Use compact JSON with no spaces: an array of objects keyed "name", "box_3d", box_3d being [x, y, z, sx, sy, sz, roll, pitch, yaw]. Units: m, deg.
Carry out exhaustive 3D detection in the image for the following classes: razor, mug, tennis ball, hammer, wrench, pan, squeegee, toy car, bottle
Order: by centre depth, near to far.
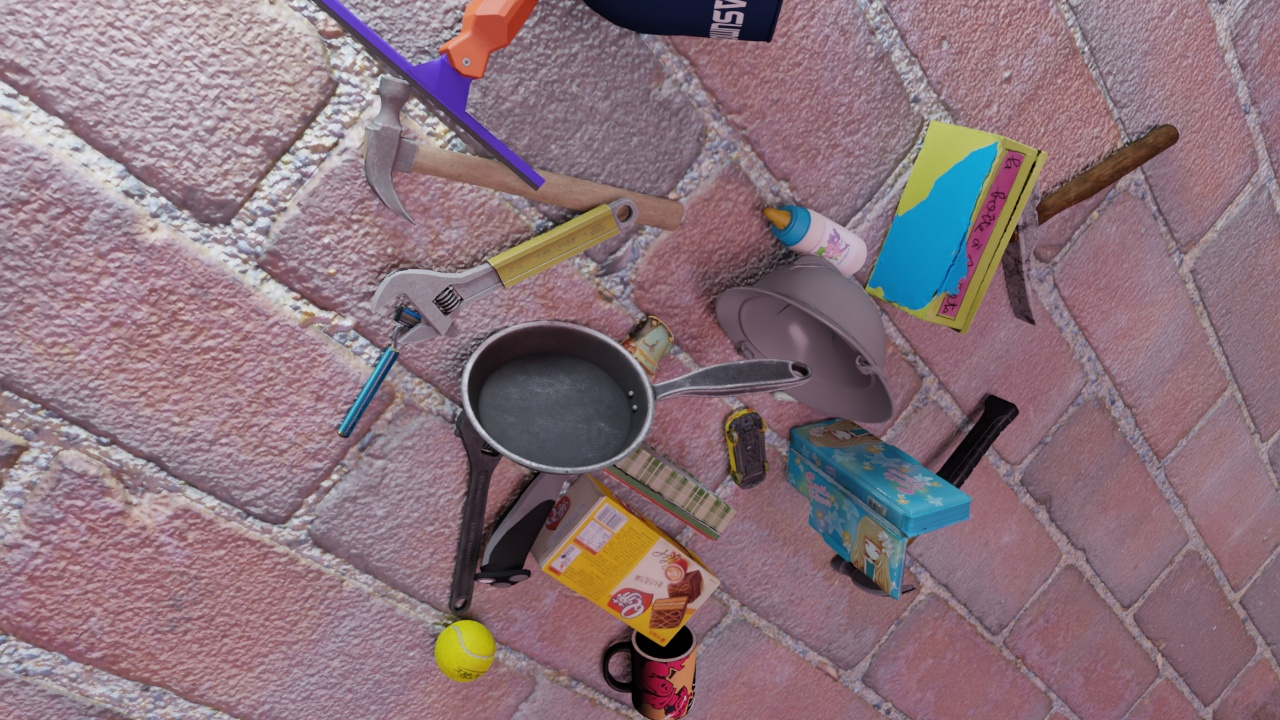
[{"name":"squeegee","box_3d":[-0.123,-0.295,0.781,0.249,0.055,0.184,38,80,-32]},{"name":"wrench","box_3d":[-0.121,-0.093,0.870,0.273,0.018,0.084,-29,121,-14]},{"name":"hammer","box_3d":[-0.100,-0.169,0.875,0.330,0.031,0.119,6,110,-33]},{"name":"razor","box_3d":[-0.249,0.014,0.877,0.042,0.022,0.144,29,102,-31]},{"name":"pan","box_3d":[0.002,0.031,0.913,0.356,0.187,0.055,-2,140,-17]},{"name":"wrench","box_3d":[-0.177,0.158,0.981,0.073,0.018,0.274,-4,116,-37]},{"name":"toy car","box_3d":[-0.006,0.006,0.986,0.112,0.047,0.047,-48,122,-1]},{"name":"razor","box_3d":[-0.125,0.175,0.998,0.057,0.060,0.156,40,69,-55]},{"name":"tennis ball","box_3d":[-0.195,0.323,1.020,0.065,0.065,0.065,-11,117,-24]},{"name":"bottle","box_3d":[0.190,-0.139,1.022,0.146,0.051,0.051,21,101,-33]},{"name":"toy car","box_3d":[0.129,0.109,1.117,0.049,0.030,0.107,-19,118,-21]},{"name":"mug","box_3d":[0.011,0.390,1.161,0.118,0.081,0.098,1,115,1]},{"name":"hammer","box_3d":[0.602,-0.204,1.223,0.300,0.037,0.218,-30,123,-14]},{"name":"hammer","box_3d":[0.408,0.186,1.264,0.332,0.118,0.025,-50,128,-6]}]

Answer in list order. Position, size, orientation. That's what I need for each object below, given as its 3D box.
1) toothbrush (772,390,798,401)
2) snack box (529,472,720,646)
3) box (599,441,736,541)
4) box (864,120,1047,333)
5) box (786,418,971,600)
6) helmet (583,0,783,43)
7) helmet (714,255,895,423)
[{"name":"toothbrush","box_3d":[0.228,0.047,1.150,0.154,0.015,0.022,4,151,-30]},{"name":"snack box","box_3d":[-0.018,0.238,1.078,0.110,0.062,0.230,-48,125,-1]},{"name":"box","box_3d":[0.007,0.122,1.006,0.205,0.118,0.049,36,91,-37]},{"name":"box","box_3d":[0.359,-0.155,1.064,0.080,0.124,0.221,8,107,-29]},{"name":"box","box_3d":[0.274,0.171,1.101,0.097,0.227,0.121,-9,115,-25]},{"name":"helmet","box_3d":[0.024,-0.395,0.723,0.223,0.232,0.272,14,80,2]},{"name":"helmet","box_3d":[0.205,-0.042,1.024,0.271,0.184,0.117,43,67,-39]}]
